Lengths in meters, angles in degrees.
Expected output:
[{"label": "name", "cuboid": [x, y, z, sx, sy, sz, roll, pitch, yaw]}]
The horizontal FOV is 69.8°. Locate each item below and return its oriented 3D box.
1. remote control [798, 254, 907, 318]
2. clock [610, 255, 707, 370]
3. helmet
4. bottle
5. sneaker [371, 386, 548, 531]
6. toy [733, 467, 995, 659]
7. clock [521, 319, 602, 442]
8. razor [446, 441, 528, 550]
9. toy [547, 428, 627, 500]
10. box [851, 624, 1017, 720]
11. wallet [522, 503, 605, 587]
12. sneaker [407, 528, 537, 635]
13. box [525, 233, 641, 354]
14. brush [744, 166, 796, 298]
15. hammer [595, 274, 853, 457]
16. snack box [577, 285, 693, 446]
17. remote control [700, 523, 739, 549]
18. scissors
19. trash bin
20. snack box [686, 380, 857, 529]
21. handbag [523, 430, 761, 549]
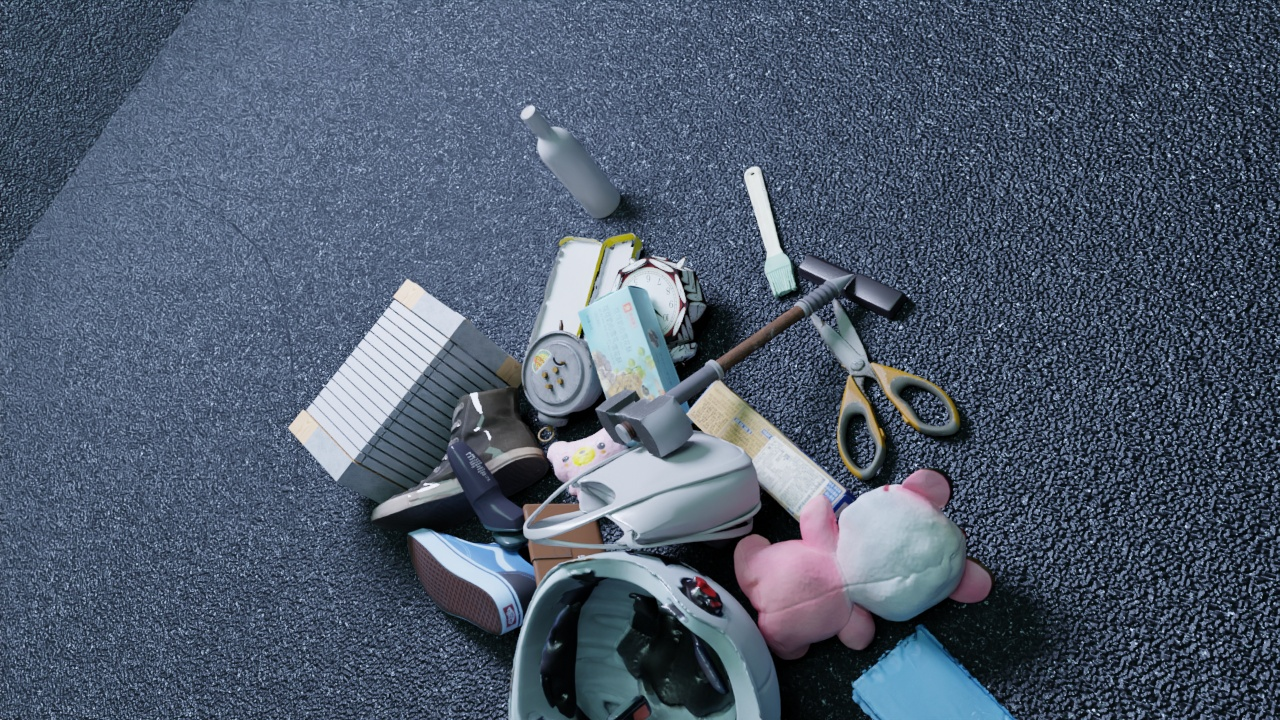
[{"label": "remote control", "cuboid": [0.235, -0.087, 1.033, 0.136, 0.015, 0.032, 33, 83, 41]}, {"label": "clock", "cuboid": [0.023, -0.047, 1.111, 0.115, 0.065, 0.154, 3, 93, 33]}, {"label": "helmet", "cuboid": [0.022, 0.292, 0.836, 0.264, 0.163, 0.237, 20, 102, 33]}, {"label": "bottle", "cuboid": [-0.097, -0.268, 1.232, 0.053, 0.195, 0.052, -16, 55, 23]}, {"label": "sneaker", "cuboid": [-0.234, 0.128, 1.140, 0.235, 0.095, 0.119, -31, 56, 13]}, {"label": "toy", "cuboid": [0.197, 0.188, 0.825, 0.213, 0.084, 0.142, -23, 91, 14]}, {"label": "clock", "cuboid": [-0.098, 0.030, 1.127, 0.104, 0.056, 0.148, 21, 97, 30]}, {"label": "razor", "cuboid": [-0.175, 0.154, 1.050, 0.052, 0.047, 0.143, -37, 84, 30]}, {"label": "toy", "cuboid": [-0.058, 0.123, 1.066, 0.102, 0.050, 0.093, -19, 54, 15]}, {"label": "box", "cuboid": [0.276, 0.324, 0.735, 0.093, 0.048, 0.231, -44, 49, 0]}, {"label": "wallet", "cuboid": [-0.080, 0.212, 1.016, 0.013, 0.087, 0.120, 116, 147, -43]}, {"label": "sneaker", "cuboid": [-0.183, 0.247, 1.073, 0.098, 0.083, 0.242, -19, 20, -37]}, {"label": "box", "cuboid": [-0.074, -0.075, 1.208, 0.130, 0.039, 0.209, 2, 65, 25]}, {"label": "brush", "cuboid": [0.157, -0.165, 1.133, 0.033, 0.012, 0.217, -23, 52, 19]}, {"label": "hammer", "cuboid": [0.108, -0.010, 0.974, 0.321, 0.043, 0.156, -34, 14, -18]}, {"label": "snack box", "cuboid": [-0.006, 0.006, 1.058, 0.075, 0.053, 0.174, -24, 78, 25]}, {"label": "remote control", "cuboid": [0.052, 0.168, 0.996, 0.125, 0.009, 0.046, 14, 70, 37]}, {"label": "scissors", "cuboid": [0.228, 0.026, 0.968, 0.162, 0.016, 0.225, -42, 49, 3]}, {"label": "trash bin", "cuboid": [-0.300, 0.050, 1.200, 0.142, 0.142, 0.246, 32, 82, 40]}, {"label": "snack box", "cuboid": [0.137, 0.102, 0.954, 0.056, 0.057, 0.207, -48, 49, 2]}, {"label": "handbag", "cuboid": [-0.010, 0.142, 0.912, 0.222, 0.095, 0.216, -16, 11, -17]}]
